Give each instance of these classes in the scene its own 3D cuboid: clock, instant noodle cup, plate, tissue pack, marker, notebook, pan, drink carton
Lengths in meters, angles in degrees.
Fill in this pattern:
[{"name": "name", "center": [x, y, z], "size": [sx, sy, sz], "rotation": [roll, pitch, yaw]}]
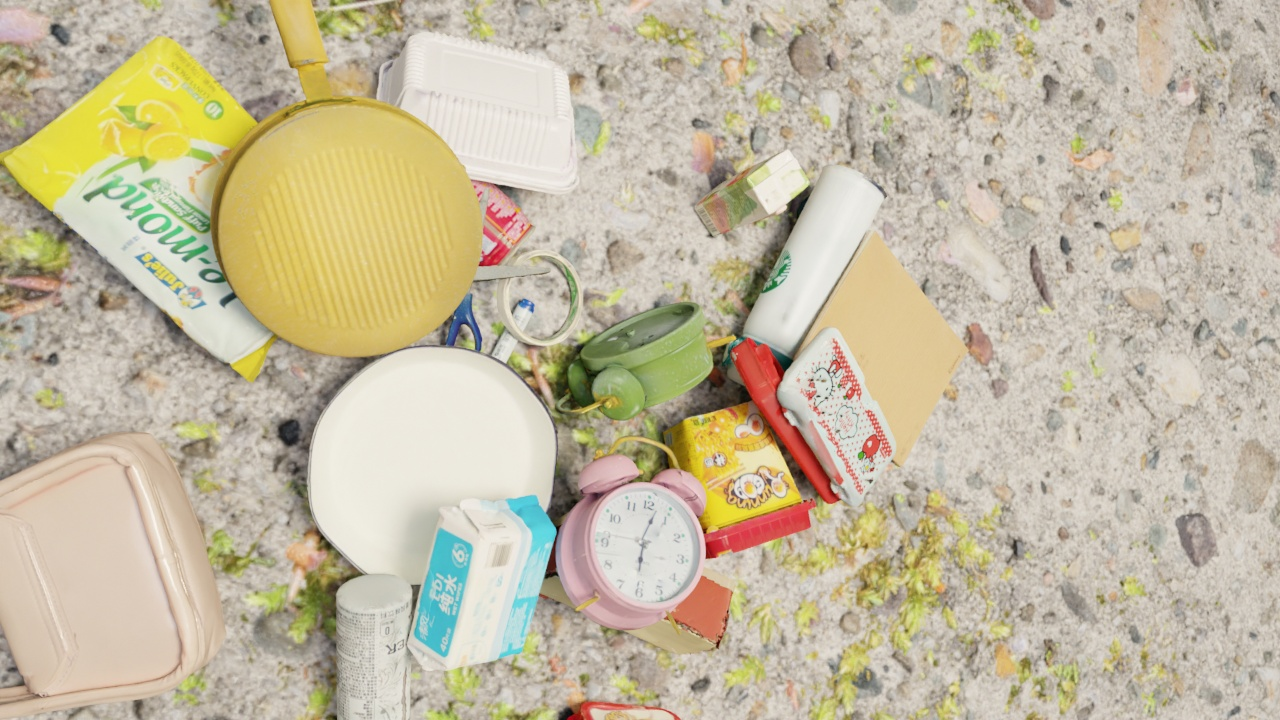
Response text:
[{"name": "clock", "center": [-0.003, 0.137, 0.747], "size": [0.117, 0.060, 0.158], "rotation": [17, 60, -19]}, {"name": "instant noodle cup", "center": [0.081, 0.109, 0.842], "size": [0.116, 0.116, 0.123], "rotation": [-14, 80, -18]}, {"name": "plate", "center": [-0.173, 0.087, 0.771], "size": [0.204, 0.045, 0.205], "rotation": [-3, 99, -19]}, {"name": "tissue pack", "center": [-0.127, 0.176, 0.731], "size": [0.089, 0.063, 0.140], "rotation": [9, 98, -54]}, {"name": "instant noodle cup", "center": [-0.013, 0.380, 0.797], "size": [0.116, 0.116, 0.124], "rotation": [12, 96, -18]}, {"name": "instant noodle cup", "center": [-0.132, -0.217, 0.775], "size": [0.173, 0.061, 0.137], "rotation": [8, 49, -19]}, {"name": "marker", "center": [-0.133, 0.010, 0.819], "size": [0.017, 0.017, 0.145], "rotation": [29, 79, -15]}, {"name": "notebook", "center": [0.243, -0.006, 0.907], "size": [0.211, 0.012, 0.149], "rotation": [40, 76, -36]}, {"name": "pan", "center": [-0.233, -0.175, 0.676], "size": [0.197, 0.078, 0.358], "rotation": [-16, 116, -19]}, {"name": "drink carton", "center": [0.101, -0.151, 0.849], "size": [0.053, 0.123, 0.045], "rotation": [-37, 100, -17]}, {"name": "clock", "center": [-0.005, 0.005, 0.812], "size": [0.161, 0.116, 0.056], "rotation": [-29, 106, -20]}]

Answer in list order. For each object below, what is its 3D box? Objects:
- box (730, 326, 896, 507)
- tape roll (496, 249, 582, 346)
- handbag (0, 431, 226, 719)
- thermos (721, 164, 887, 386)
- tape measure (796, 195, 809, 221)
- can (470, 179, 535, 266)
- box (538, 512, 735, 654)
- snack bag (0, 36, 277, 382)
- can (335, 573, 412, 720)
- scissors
[{"name": "box", "center": [0.170, 0.048, 0.824], "size": [0.098, 0.095, 0.201], "rotation": [-30, 133, 9]}, {"name": "tape roll", "center": [-0.089, -0.056, 0.822], "size": [0.085, 0.014, 0.086], "rotation": [-2, 93, -40]}, {"name": "handbag", "center": [-0.449, 0.171, 0.681], "size": [0.234, 0.093, 0.193], "rotation": [-18, 93, -10]}, {"name": "thermos", "center": [0.153, -0.074, 0.879], "size": [0.073, 0.073, 0.224], "rotation": [27, 89, -15]}, {"name": "tape measure", "center": [0.186, -0.144, 0.927], "size": [0.058, 0.025, 0.054], "rotation": [-35, 96, -6]}, {"name": "can", "center": [-0.145, -0.124, 0.795], "size": [0.094, 0.067, 0.066], "rotation": [41, 76, -12]}, {"name": "box", "center": [-0.011, 0.205, 0.805], "size": [0.168, 0.092, 0.077], "rotation": [28, 59, -15]}, {"name": "snack bag", "center": [-0.347, -0.121, 0.727], "size": [0.246, 0.068, 0.157], "rotation": [46, 75, -12]}, {"name": "can", "center": [-0.214, 0.248, 0.737], "size": [0.058, 0.058, 0.147], "rotation": [-1, 106, -19]}, {"name": "scissors", "center": [-0.159, -0.069, 0.777], "size": [0.162, 0.012, 0.174], "rotation": [20, 115, 6]}]
